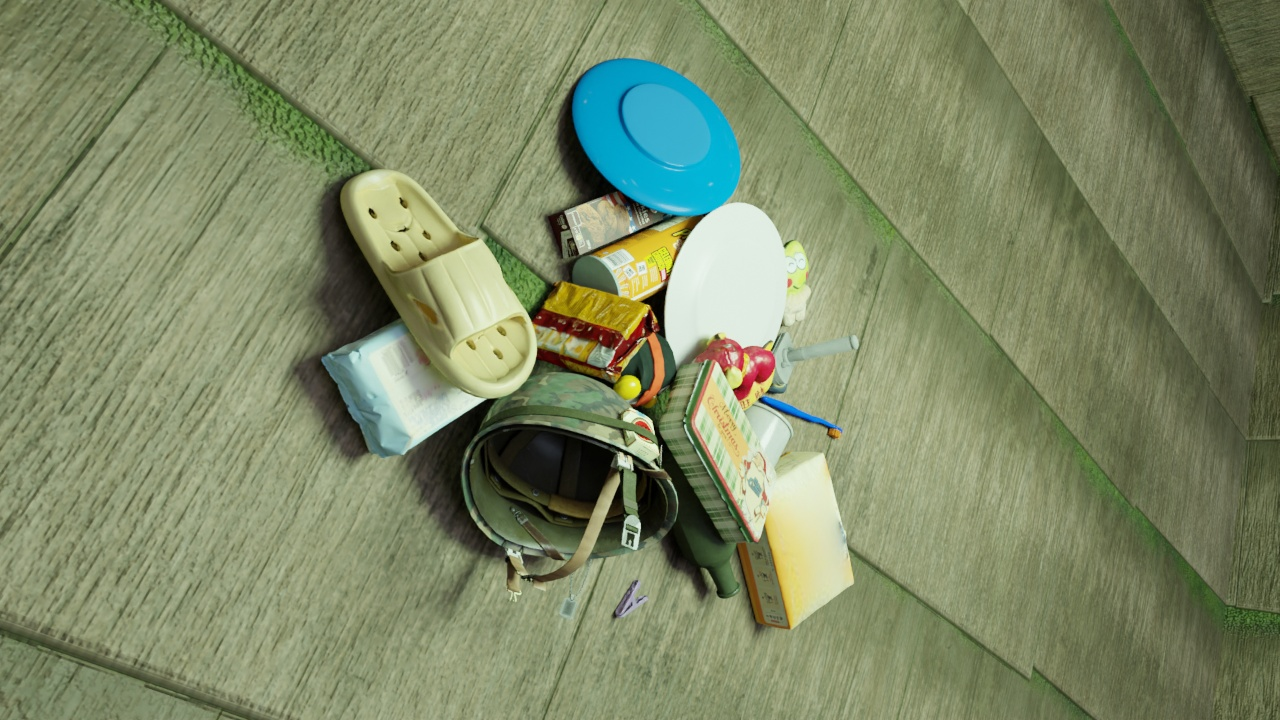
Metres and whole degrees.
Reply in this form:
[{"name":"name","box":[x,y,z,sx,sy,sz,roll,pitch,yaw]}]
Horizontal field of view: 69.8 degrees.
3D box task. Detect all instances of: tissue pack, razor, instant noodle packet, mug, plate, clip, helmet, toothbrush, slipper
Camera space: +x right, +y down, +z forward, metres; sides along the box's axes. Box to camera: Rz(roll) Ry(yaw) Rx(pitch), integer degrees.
[{"name":"tissue pack","box":[-0.205,0.005,0.891,0.181,0.070,0.112,-36,110,-40]},{"name":"razor","box":[0.234,-0.013,1.229,0.047,0.116,0.088,65,31,-20]},{"name":"instant noodle packet","box":[-0.057,-0.031,0.987,0.098,0.135,0.040,-59,150,-25]},{"name":"mug","box":[0.133,0.095,1.180,0.113,0.084,0.070,34,65,-2]},{"name":"plate","box":[0.117,-0.073,1.141,0.241,0.016,0.243,-16,113,-44]},{"name":"clip","box":[-0.011,0.279,1.079,0.050,0.014,0.046,-2,88,-43]},{"name":"plate","box":[0.027,-0.273,1.085,0.224,0.024,0.224,12,60,-23]},{"name":"helmet","box":[-0.066,0.126,0.908,0.224,0.193,0.235,39,31,-13]},{"name":"toothbrush","box":[0.231,0.081,1.302,0.182,0.016,0.018,23,77,-38]},{"name":"slipper","box":[-0.179,-0.088,0.848,0.111,0.079,0.261,-29,76,-41]}]

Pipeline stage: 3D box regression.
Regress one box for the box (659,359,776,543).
[{"name":"box","box":[0.094,0.108,1.058,0.205,0.050,0.117,60,32,-30]}]

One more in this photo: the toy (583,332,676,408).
[{"name":"toy","box":[-0.006,0.006,1.047,0.119,0.098,0.099,0,71,-41]}]

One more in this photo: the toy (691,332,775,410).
[{"name":"toy","box":[0.122,0.013,1.113,0.105,0.067,0.137,-46,143,4]}]

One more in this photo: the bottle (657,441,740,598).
[{"name":"bottle","box":[0.073,0.196,1.119,0.071,0.072,0.207,-34,109,-38]}]

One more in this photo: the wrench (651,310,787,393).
[{"name":"wrench","box":[0.101,-0.011,1.191,0.273,0.022,0.073,27,68,-36]}]

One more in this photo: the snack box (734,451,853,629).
[{"name":"snack box","box":[0.207,0.236,1.226,0.144,0.081,0.195,-21,101,-40]}]

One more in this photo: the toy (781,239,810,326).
[{"name":"toy","box":[0.205,-0.105,1.276,0.091,0.046,0.115,-29,114,-42]}]

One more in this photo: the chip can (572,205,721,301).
[{"name":"chip can","box":[0.022,-0.123,1.094,0.214,0.075,0.075,-30,106,-39]}]

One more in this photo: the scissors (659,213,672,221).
[{"name":"scissors","box":[0.040,-0.242,1.162,0.133,0.012,0.134,-46,114,-31]}]

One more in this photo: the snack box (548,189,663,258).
[{"name":"snack box","box":[-0.038,-0.167,1.073,0.140,0.032,0.051,-29,106,-39]}]
